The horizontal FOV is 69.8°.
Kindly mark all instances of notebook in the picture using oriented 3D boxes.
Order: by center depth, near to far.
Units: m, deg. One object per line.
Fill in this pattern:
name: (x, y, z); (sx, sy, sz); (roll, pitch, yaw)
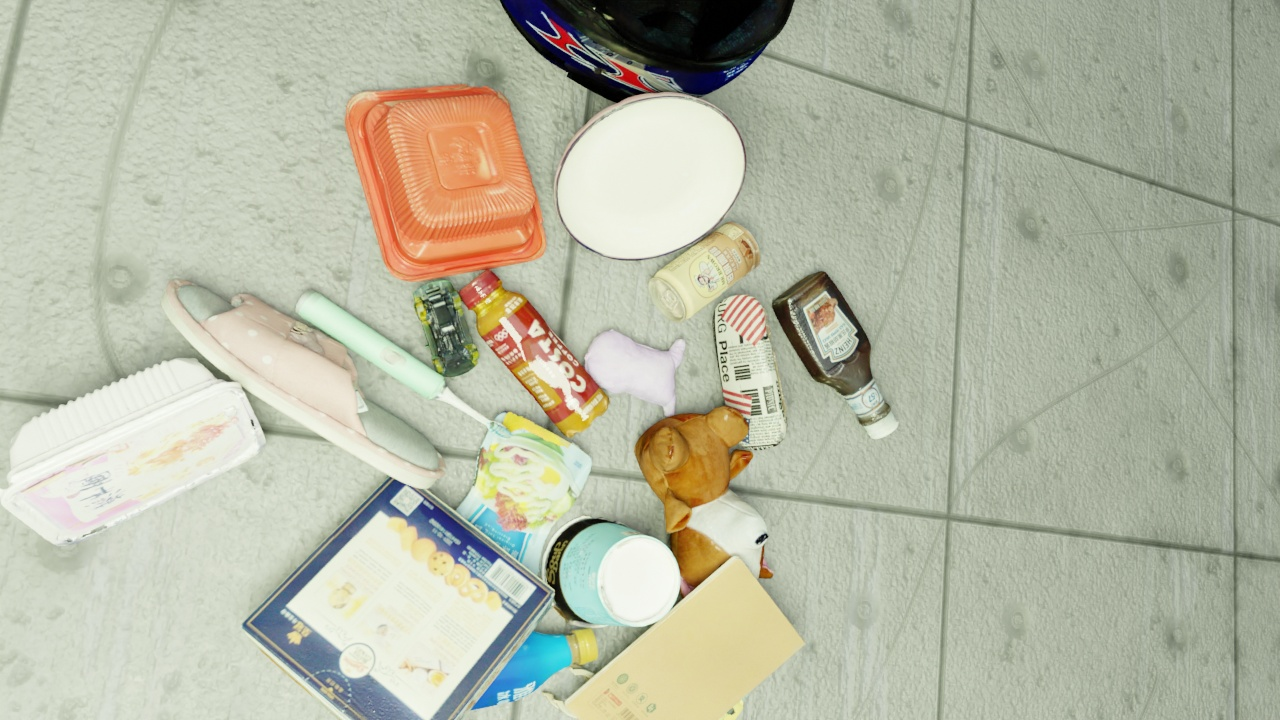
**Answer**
notebook: (0.048, 0.296, 0.872); (0.207, 0.008, 0.148); (-40, 120, -5)

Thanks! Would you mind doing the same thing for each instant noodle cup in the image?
instant noodle cup: (-0.393, 0.063, 0.713); (0.173, 0.138, 0.060); (-27, 71, -23)
instant noodle cup: (-0.023, 0.201, 0.848); (0.111, 0.121, 0.111); (3, 82, -23)
instant noodle cup: (-0.174, -0.178, 0.857); (0.164, 0.079, 0.188); (-15, 85, -28)

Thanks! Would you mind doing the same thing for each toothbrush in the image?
toothbrush: (-0.211, 0.009, 0.833); (0.224, 0.027, 0.026); (35, 77, -10)

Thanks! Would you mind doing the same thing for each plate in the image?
plate: (0.007, -0.182, 0.897); (0.192, 0.193, 0.039); (2, 45, -23)

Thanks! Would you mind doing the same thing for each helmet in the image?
helmet: (-0.021, -0.372, 0.852); (0.315, 0.240, 0.247); (9, 98, -31)

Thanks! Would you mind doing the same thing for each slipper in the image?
slipper: (-0.272, 0.014, 0.777); (0.274, 0.114, 0.054); (39, 94, -16)

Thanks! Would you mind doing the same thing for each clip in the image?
clip: (-0.051, 0.334, 0.870); (0.081, 0.035, 0.104); (-47, 110, -24)

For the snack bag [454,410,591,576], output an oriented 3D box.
snack bag: (-0.129, 0.151, 0.857); (0.110, 0.039, 0.190); (32, 75, -19)

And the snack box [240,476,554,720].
snack box: (-0.196, 0.213, 0.764); (0.178, 0.046, 0.182); (36, 58, 9)

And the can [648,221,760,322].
can: (0.068, -0.093, 0.958); (0.116, 0.059, 0.058); (-37, 98, -22)

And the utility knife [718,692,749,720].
utility knife: (0.067, 0.377, 0.926); (0.031, 0.021, 0.197); (48, 64, -10)

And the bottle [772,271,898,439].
bottle: (0.224, -0.001, 1.022); (0.079, 0.044, 0.195); (-36, 98, -22)

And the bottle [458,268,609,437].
bottle: (-0.103, -0.009, 0.876); (0.057, 0.058, 0.175); (-43, 100, -22)

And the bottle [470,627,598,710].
bottle: (-0.145, 0.275, 0.809); (0.218, 0.065, 0.065); (-8, 86, -19)

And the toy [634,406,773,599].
toy: (0.073, 0.147, 0.903); (0.139, 0.131, 0.199); (-17, 99, -35)

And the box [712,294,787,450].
box: (0.116, 0.012, 0.951); (0.076, 0.087, 0.163); (-9, 90, -9)

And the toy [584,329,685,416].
toy: (-0.006, 0.005, 0.925); (0.108, 0.039, 0.083); (16, 77, -20)

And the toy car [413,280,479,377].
toy car: (-0.182, -0.030, 0.855); (0.043, 0.036, 0.091); (-20, 103, -20)
